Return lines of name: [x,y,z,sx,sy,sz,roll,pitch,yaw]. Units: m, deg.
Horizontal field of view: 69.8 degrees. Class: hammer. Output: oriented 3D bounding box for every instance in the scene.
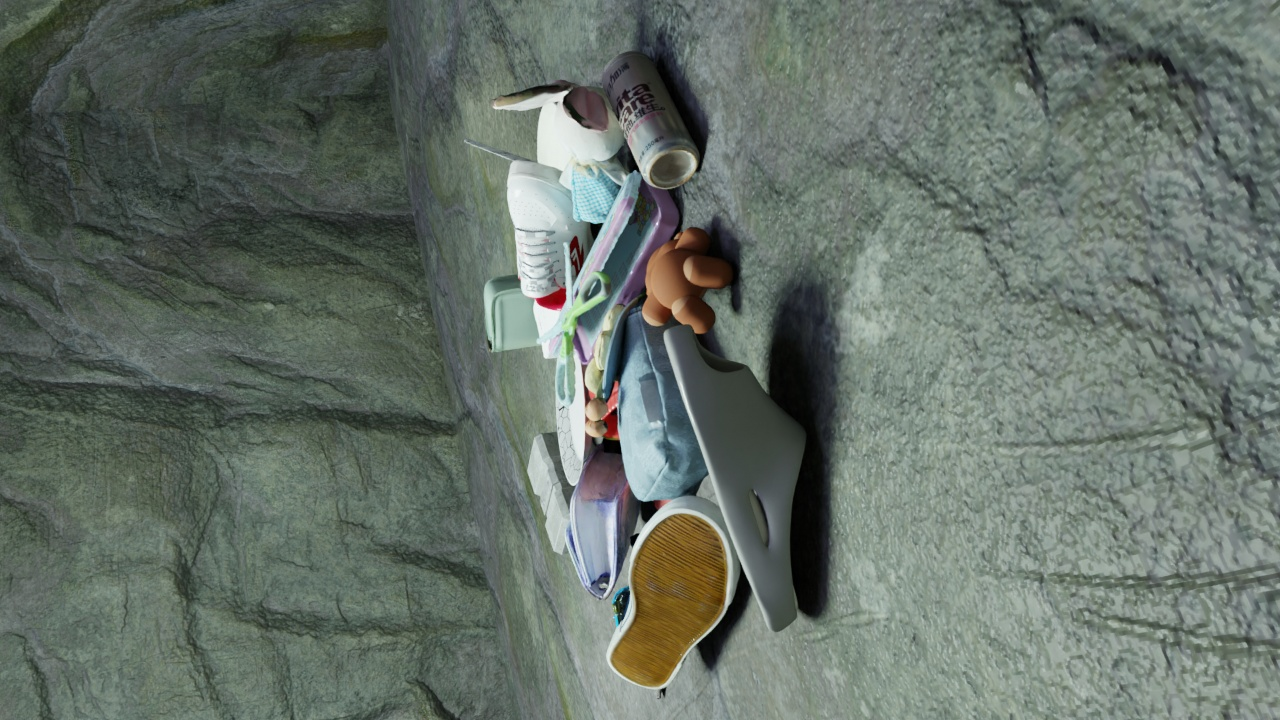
hammer: [-0.070,0.094,1.216,0.162,0.082,0.319,-116,32,-43]

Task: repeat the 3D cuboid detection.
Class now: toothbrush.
toothbrush: [-0.105,-0.208,1.006,0.010,0.181,0.010,156,131,-73]

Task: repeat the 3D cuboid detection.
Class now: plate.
plate: [-0.079,0.057,1.119,0.189,0.016,0.188,178,91,-75]
plate: [-0.093,-0.237,1.165,0.182,0.034,0.182,170,90,-72]

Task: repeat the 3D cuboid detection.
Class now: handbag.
handbag: [-0.162,-0.069,1.317,0.067,0.121,0.106,-128,33,-57]
handbag: [-0.041,0.179,1.055,0.158,0.069,0.126,-69,-19,-69]
handbag: [0.004,0.036,0.872,0.122,0.118,0.191,115,150,-57]

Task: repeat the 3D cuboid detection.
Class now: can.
can: [0.008,-0.219,0.834,0.054,0.054,0.135,105,150,-52]

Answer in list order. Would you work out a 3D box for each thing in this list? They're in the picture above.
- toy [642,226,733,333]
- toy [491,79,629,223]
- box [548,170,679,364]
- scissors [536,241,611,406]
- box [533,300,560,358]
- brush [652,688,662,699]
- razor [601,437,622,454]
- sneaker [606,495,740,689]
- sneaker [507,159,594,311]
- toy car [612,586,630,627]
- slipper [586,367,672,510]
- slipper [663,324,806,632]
toy: [0.036,-0.074,0.823,0.095,0.065,0.127,-61,15,10]
toy: [-0.040,-0.213,0.930,0.131,0.105,0.205,22,158,35]
box: [-0.034,-0.092,0.938,0.078,0.065,0.215,-99,30,-46]
scissors: [-0.071,-0.039,0.908,0.172,0.021,0.172,-34,59,59]
box: [-0.087,-0.069,1.235,0.107,0.091,0.102,117,145,-49]
brush: [0.023,0.364,1.144,0.039,0.012,0.151,-119,27,-48]
razor: [-0.031,0.139,1.151,0.052,0.064,0.141,-52,-25,-65]
sneaker: [0.036,0.213,0.940,0.295,0.121,0.127,106,-170,-45]
sneaker: [-0.109,-0.127,1.059,0.237,0.090,0.104,82,-158,-67]
toy car: [-0.010,0.335,1.177,0.032,0.048,0.105,-140,42,-69]
slipper: [-0.016,0.055,0.995,0.248,0.059,0.104,66,149,19]
slipper: [0.095,0.086,0.713,0.112,0.081,0.266,-88,-21,-74]
